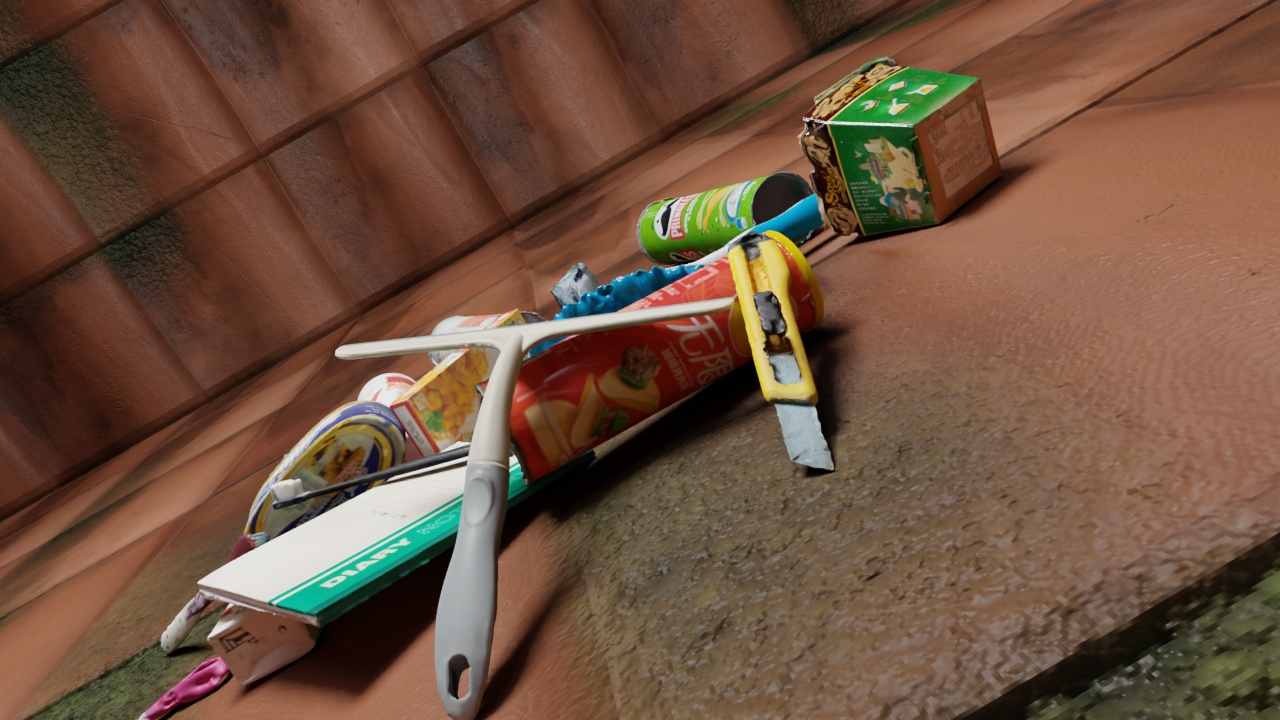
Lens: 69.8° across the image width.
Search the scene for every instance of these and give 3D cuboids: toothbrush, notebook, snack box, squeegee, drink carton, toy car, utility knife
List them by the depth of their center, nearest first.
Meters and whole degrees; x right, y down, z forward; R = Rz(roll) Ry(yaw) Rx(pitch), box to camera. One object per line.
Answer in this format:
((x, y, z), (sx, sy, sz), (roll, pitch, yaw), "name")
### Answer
((-0.074, 0.053, 0.458), (0.247, 0.039, 0.246), (-6, 45, 10), "squeegee")
((0.074, -0.014, 0.492), (0.033, 0.015, 0.196), (-14, 41, 6), "utility knife")
((-0.148, 0.099, 0.575), (0.151, 0.012, 0.208), (-4, 17, 43), "notebook")
((-0.231, 0.151, 0.594), (0.053, 0.045, 0.122), (-30, 15, 0), "drink carton")
((-0.299, 0.164, 0.638), (0.017, 0.016, 0.188), (-13, -24, -51), "toothbrush")
((-0.173, 0.075, 0.643), (0.181, 0.018, 0.015), (-14, 5, 2), "toothbrush")
((0.204, -0.159, 0.699), (0.117, 0.118, 0.106), (-37, 29, -22), "snack box")
((-0.131, 0.026, 0.752), (0.027, 0.077, 0.155), (-17, 20, 36), "snack box")
((-0.062, -0.072, 0.986), (0.037, 0.054, 0.120), (-28, 14, 15), "toy car")

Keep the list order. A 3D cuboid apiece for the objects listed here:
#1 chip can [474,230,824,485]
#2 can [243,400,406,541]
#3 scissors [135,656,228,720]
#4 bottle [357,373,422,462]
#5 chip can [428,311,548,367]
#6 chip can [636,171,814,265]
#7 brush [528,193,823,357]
((0.008, -0.005, 0.570), (0.216, 0.073, 0.073), (-28, 14, -14), "chip can")
((-0.239, 0.097, 0.699), (0.148, 0.074, 0.049), (-48, 19, -3), "can")
((-0.309, 0.223, 0.570), (0.134, 0.017, 0.123), (-20, 20, 45), "scissors")
((-0.218, 0.062, 0.831), (0.068, 0.068, 0.197), (-33, 20, -11), "bottle")
((-0.153, -0.013, 0.931), (0.071, 0.071, 0.215), (-36, 16, -22), "chip can")
((0.077, -0.135, 0.902), (0.072, 0.072, 0.236), (-35, 16, -20), "chip can")
((0.047, -0.068, 0.723), (0.314, 0.060, 0.109), (-28, 7, -3), "brush")
